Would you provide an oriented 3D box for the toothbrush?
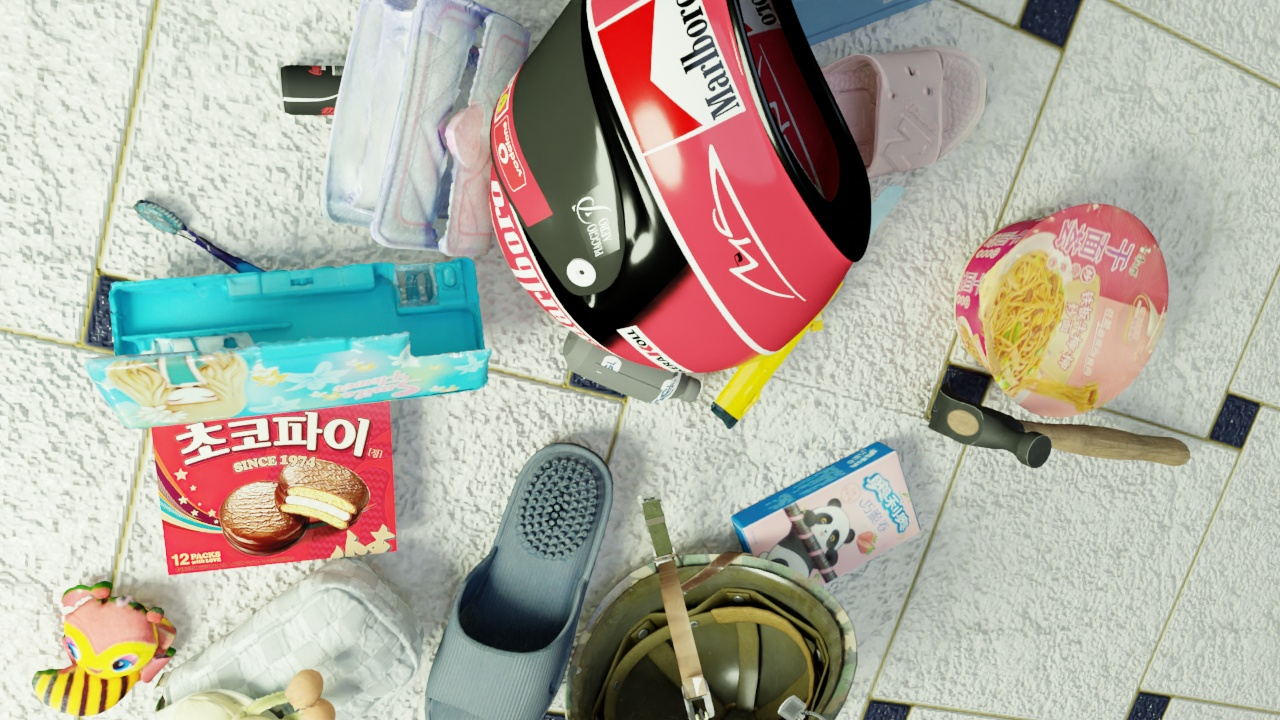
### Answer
[{"bbox_3d":[-0.254,-0.052,0.627,0.189,0.017,0.016,35,92,-21],"label":"toothbrush"}]

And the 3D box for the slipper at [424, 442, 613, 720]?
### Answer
[{"bbox_3d":[-0.091,0.190,0.691,0.101,0.082,0.263,22,93,2],"label":"slipper"}]

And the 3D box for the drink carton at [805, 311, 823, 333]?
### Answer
[{"bbox_3d":[0.106,-0.075,0.719,0.058,0.041,0.122,-10,107,-15],"label":"drink carton"}]

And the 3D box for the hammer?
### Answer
[{"bbox_3d":[0.385,0.068,0.816,0.305,0.132,0.040,8,101,-31],"label":"hammer"}]

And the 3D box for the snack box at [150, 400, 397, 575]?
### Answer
[{"bbox_3d":[-0.254,0.075,0.649,0.152,0.036,0.133,-3,105,-16],"label":"snack box"}]

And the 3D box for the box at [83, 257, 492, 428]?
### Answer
[{"bbox_3d":[-0.208,-0.016,0.568,0.226,0.117,0.097,-6,87,-17],"label":"box"}]

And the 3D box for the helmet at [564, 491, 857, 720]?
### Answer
[{"bbox_3d":[0.052,0.236,0.697,0.225,0.192,0.236,-29,133,14],"label":"helmet"}]

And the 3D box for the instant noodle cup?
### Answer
[{"bbox_3d":[0.347,-0.047,0.782,0.178,0.077,0.179,-4,105,-15],"label":"instant noodle cup"}]

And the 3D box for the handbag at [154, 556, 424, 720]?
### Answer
[{"bbox_3d":[-0.243,0.227,0.646,0.171,0.123,0.112,-37,105,1],"label":"handbag"}]

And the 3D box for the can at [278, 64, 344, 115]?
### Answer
[{"bbox_3d":[-0.194,-0.178,0.605,0.080,0.031,0.031,-4,105,-16],"label":"can"}]

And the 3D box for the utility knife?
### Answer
[{"bbox_3d":[0.130,-0.043,0.702,0.030,0.019,0.228,36,96,-28],"label":"utility knife"}]

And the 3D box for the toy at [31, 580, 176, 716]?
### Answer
[{"bbox_3d":[-0.373,0.201,0.642,0.084,0.046,0.103,32,97,-28],"label":"toy"}]

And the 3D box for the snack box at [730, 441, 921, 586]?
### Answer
[{"bbox_3d":[0.162,0.142,0.796,0.154,0.033,0.088,-25,109,-10],"label":"snack box"}]

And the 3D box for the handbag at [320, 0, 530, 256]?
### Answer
[{"bbox_3d":[-0.126,-0.151,0.593,0.126,0.069,0.159,-2,109,-59],"label":"handbag"}]

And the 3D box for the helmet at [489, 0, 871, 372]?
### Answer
[{"bbox_3d":[0.012,-0.117,0.585,0.225,0.197,0.271,-18,118,28],"label":"helmet"}]

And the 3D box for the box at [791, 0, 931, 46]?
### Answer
[{"bbox_3d":[0.137,-0.288,0.659,0.209,0.047,0.122,-24,125,-12],"label":"box"}]

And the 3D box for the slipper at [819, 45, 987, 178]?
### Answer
[{"bbox_3d":[0.165,-0.184,0.698,0.239,0.064,0.094,-11,107,-13],"label":"slipper"}]

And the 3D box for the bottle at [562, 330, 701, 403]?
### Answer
[{"bbox_3d":[-0.004,0.004,0.703,0.112,0.047,0.047,23,96,-21],"label":"bottle"}]
